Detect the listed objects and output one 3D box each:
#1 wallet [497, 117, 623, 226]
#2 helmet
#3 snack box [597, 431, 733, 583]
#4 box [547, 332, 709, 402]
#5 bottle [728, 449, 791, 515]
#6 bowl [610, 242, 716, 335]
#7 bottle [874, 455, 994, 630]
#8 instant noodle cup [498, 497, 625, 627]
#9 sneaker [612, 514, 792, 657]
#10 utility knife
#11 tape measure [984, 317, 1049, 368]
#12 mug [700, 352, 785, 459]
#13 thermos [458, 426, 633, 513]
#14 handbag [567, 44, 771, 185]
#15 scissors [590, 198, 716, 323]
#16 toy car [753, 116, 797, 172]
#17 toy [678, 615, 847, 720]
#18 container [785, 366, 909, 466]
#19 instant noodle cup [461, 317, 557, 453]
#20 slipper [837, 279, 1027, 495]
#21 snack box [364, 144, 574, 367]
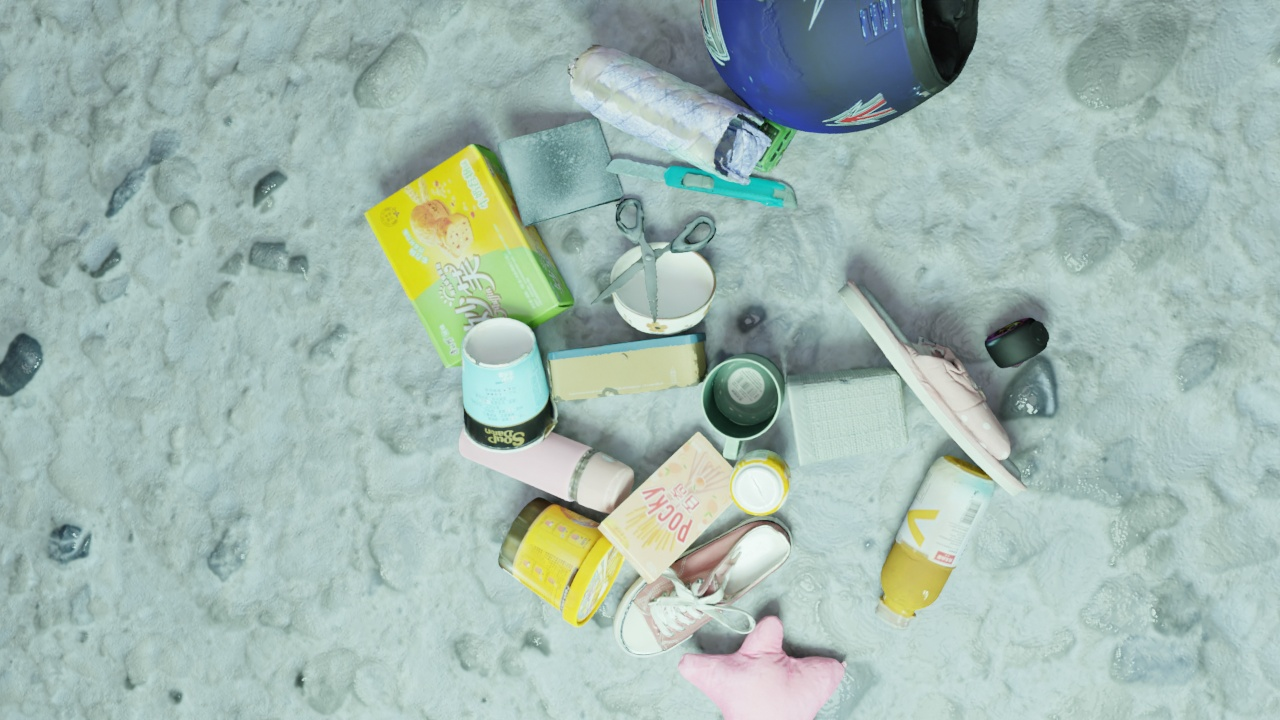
[{"bbox_3d":[-0.088,-0.210,1.024,0.120,0.019,0.097,-19,92,-15],"label":"wallet"},{"bbox_3d":[0.178,-0.374,0.864,0.241,0.247,0.315,5,84,34],"label":"helmet"},{"bbox_3d":[0.037,0.159,1.005,0.157,0.026,0.084,-41,84,-24],"label":"snack box"},{"bbox_3d":[-0.006,0.006,1.013,0.184,0.089,0.060,-9,92,11],"label":"box"},{"bbox_3d":[0.130,0.125,0.981,0.063,0.108,0.063,1,96,13],"label":"bottle"},{"bbox_3d":[0.024,-0.068,1.001,0.113,0.113,0.062,16,142,11],"label":"bowl"},{"bbox_3d":[0.305,0.195,0.969,0.068,0.068,0.190,25,100,9],"label":"bottle"},{"bbox_3d":[-0.089,0.222,1.040,0.114,0.118,0.118,25,100,16],"label":"instant noodle cup"},{"bbox_3d":[0.063,0.257,1.019,0.241,0.087,0.118,-36,87,12],"label":"sneaker"},{"bbox_3d":[0.067,-0.197,1.012,0.217,0.013,0.029,11,91,9],"label":"utility knife"},{"bbox_3d":[0.386,-0.016,0.938,0.058,0.057,0.039,-29,89,5],"label":"tape measure"},{"bbox_3d":[0.109,0.049,0.980,0.082,0.106,0.112,12,97,10],"label":"mug"},{"bbox_3d":[-0.103,0.113,1.052,0.199,0.087,0.067,18,98,17],"label":"thermos"},{"bbox_3d":[0.033,-0.253,0.942,0.194,0.134,0.076,30,103,23],"label":"handbag"},{"bbox_3d":[0.007,-0.115,0.989,0.181,0.014,0.159,-30,59,-21],"label":"scissors"},{"bbox_3d":[0.145,-0.247,0.984,0.043,0.036,0.091,33,97,9],"label":"toy car"},{"bbox_3d":[0.151,0.382,1.020,0.178,0.074,0.194,-23,93,3],"label":"toy"},{"bbox_3d":[0.217,0.055,0.968,0.114,0.090,0.090,-9,94,10],"label":"container"},{"bbox_3d":[-0.147,0.021,1.001,0.111,0.111,0.121,12,135,11],"label":"instant noodle cup"},{"bbox_3d":[0.304,0.018,0.935,0.054,0.114,0.274,-41,80,14],"label":"slipper"},{"bbox_3d":[-0.195,-0.117,1.052,0.158,0.070,0.210,-29,88,13],"label":"snack box"}]
